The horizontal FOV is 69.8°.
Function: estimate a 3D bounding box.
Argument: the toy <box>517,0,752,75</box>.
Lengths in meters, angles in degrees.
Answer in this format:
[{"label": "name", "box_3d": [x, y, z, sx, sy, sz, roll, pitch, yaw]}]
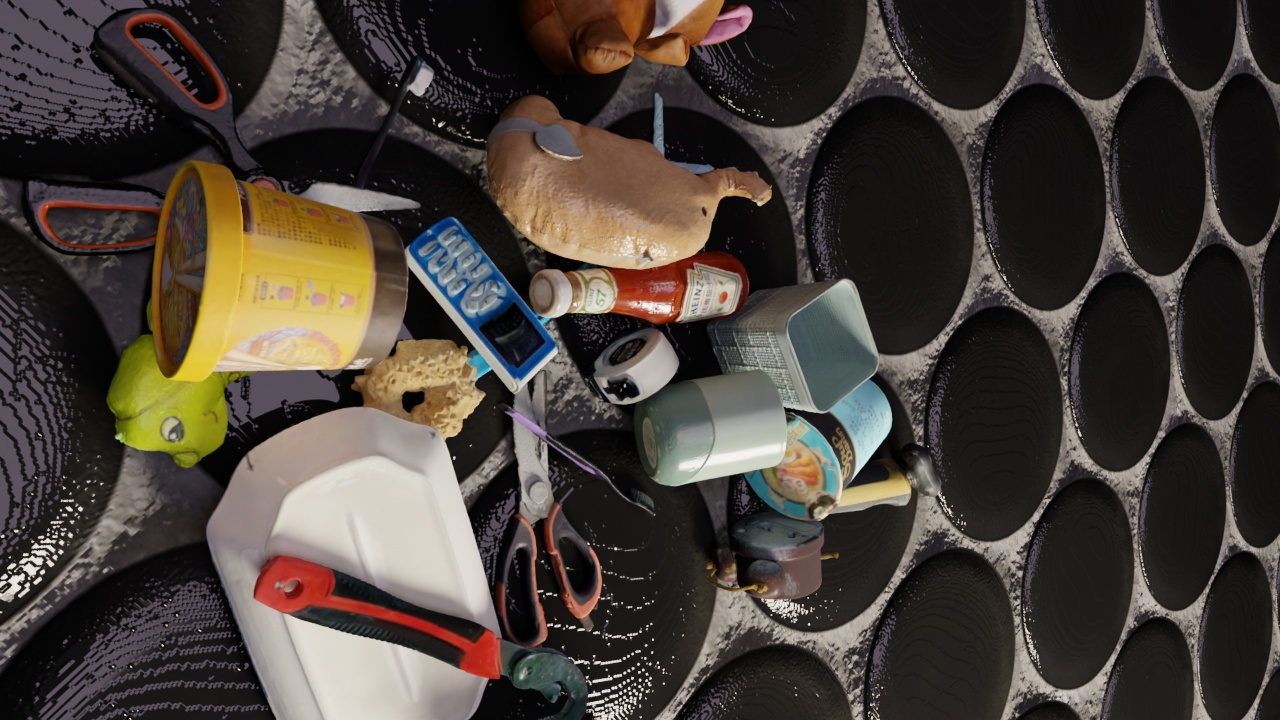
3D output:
[{"label": "toy", "box_3d": [0.004, -0.290, 0.700, 0.199, 0.131, 0.140, -29, 102, -41]}]

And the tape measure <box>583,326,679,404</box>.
[{"label": "tape measure", "box_3d": [-0.004, 0.004, 0.728, 0.065, 0.066, 0.033, -47, 117, -25]}]

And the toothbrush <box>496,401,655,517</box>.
[{"label": "toothbrush", "box_3d": [-0.045, 0.078, 0.721, 0.189, 0.014, 0.016, 41, 49, -36]}]

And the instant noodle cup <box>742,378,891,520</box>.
[{"label": "instant noodle cup", "box_3d": [0.166, 0.069, 0.835, 0.120, 0.111, 0.111, -31, 109, -39]}]

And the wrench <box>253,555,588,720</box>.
[{"label": "wrench", "box_3d": [-0.130, 0.190, 0.611, 0.273, 0.016, 0.056, 39, 79, -35]}]

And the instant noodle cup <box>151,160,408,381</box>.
[{"label": "instant noodle cup", "box_3d": [-0.206, -0.045, 0.527, 0.114, 0.119, 0.118, 4, 89, -40]}]

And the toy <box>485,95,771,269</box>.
[{"label": "toy", "box_3d": [-0.005, -0.124, 0.682, 0.225, 0.083, 0.143, 12, 55, -22]}]

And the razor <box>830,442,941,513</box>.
[{"label": "razor", "box_3d": [0.224, 0.120, 0.905, 0.167, 0.062, 0.068, -7, 127, -30]}]

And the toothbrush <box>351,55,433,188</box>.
[{"label": "toothbrush", "box_3d": [-0.185, -0.130, 0.627, 0.018, 0.016, 0.180, 35, 71, -40]}]

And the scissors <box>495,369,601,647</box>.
[{"label": "scissors", "box_3d": [-0.070, 0.117, 0.718, 0.198, 0.015, 0.204, 41, 69, -28]}]

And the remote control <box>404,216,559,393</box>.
[{"label": "remote control", "box_3d": [-0.111, -0.039, 0.639, 0.125, 0.024, 0.048, 52, 52, -10]}]

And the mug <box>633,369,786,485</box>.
[{"label": "mug", "box_3d": [0.052, 0.064, 0.760, 0.106, 0.112, 0.082, -10, 54, -16]}]

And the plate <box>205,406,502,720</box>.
[{"label": "plate", "box_3d": [-0.174, 0.162, 0.606, 0.161, 0.034, 0.266, -21, 113, -28]}]

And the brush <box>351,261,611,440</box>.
[{"label": "brush", "box_3d": [-0.101, -0.017, 0.681, 0.253, 0.046, 0.083, -39, 109, -32]}]

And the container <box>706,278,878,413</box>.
[{"label": "container", "box_3d": [0.127, -0.014, 0.793, 0.090, 0.112, 0.090, -33, 110, -30]}]

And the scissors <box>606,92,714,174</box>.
[{"label": "scissors", "box_3d": [0.011, -0.159, 0.767, 0.134, 0.017, 0.133, 2, 86, -35]}]

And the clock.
[{"label": "clock", "box_3d": [0.112, 0.175, 0.808, 0.121, 0.082, 0.055, -14, 105, -37]}]

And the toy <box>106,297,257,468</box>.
[{"label": "toy", "box_3d": [-0.278, 0.010, 0.556, 0.099, 0.031, 0.097, -42, 110, -31]}]

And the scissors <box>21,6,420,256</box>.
[{"label": "scissors", "box_3d": [-0.258, -0.108, 0.566, 0.227, 0.022, 0.221, -32, 108, -26]}]

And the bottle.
[{"label": "bottle", "box_3d": [0.003, -0.056, 0.717, 0.205, 0.060, 0.060, -7, 95, -45]}]
